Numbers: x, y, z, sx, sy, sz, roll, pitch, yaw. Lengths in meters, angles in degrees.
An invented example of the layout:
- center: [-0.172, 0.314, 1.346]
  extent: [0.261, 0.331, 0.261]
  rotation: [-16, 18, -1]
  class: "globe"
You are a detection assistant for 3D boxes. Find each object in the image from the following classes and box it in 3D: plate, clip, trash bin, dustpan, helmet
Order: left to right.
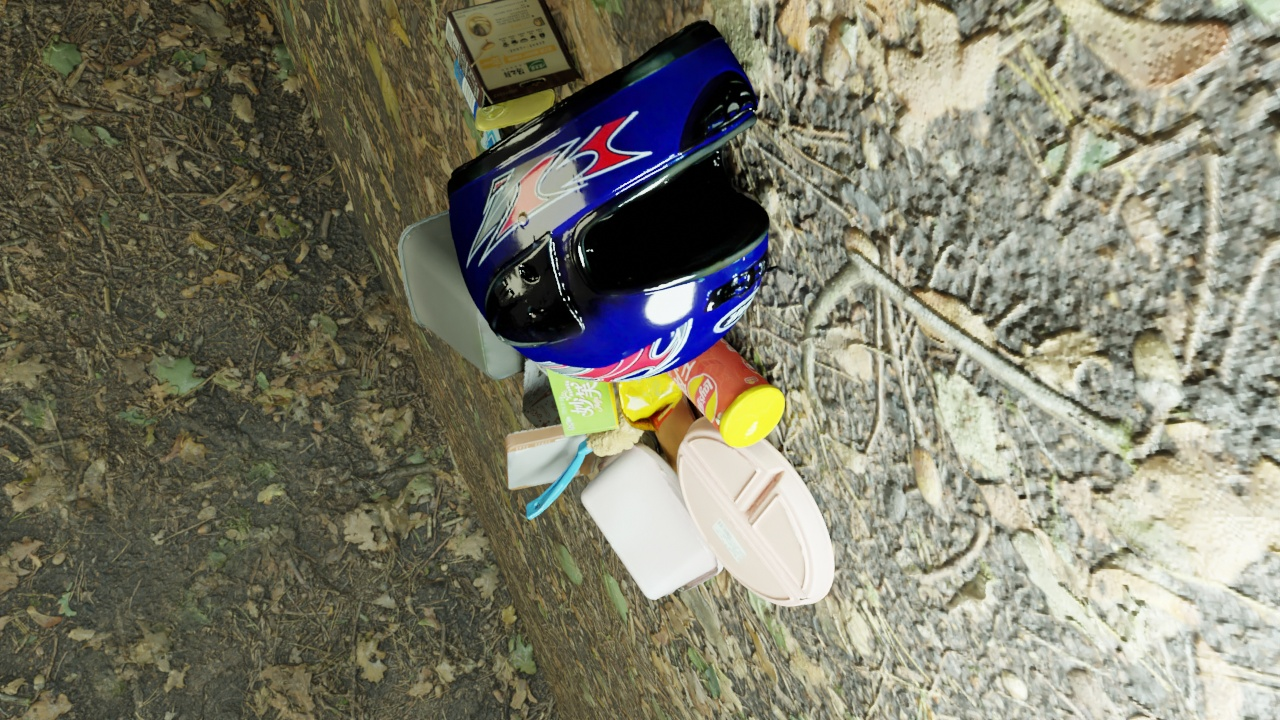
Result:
- center: [-0.220, -0.100, 1.375]
  extent: [0.220, 0.198, 0.199]
  rotation: [41, 145, 39]
  class: "trash bin"
- center: [-0.008, -0.107, 0.779]
  extent: [0.316, 0.246, 0.240]
  rotation: [-18, 108, 46]
  class: "helmet"
- center: [0.015, 0.134, 1.243]
  extent: [0.100, 0.034, 0.071]
  rotation: [30, 138, 46]
  class: "clip"
- center: [0.034, 0.207, 1.236]
  extent: [0.222, 0.139, 0.273]
  rotation: [54, -172, 5]
  class: "dustpan"
- center: [0.113, 0.166, 0.984]
  extent: [0.229, 0.028, 0.230]
  rotation: [41, 146, 34]
  class: "plate"

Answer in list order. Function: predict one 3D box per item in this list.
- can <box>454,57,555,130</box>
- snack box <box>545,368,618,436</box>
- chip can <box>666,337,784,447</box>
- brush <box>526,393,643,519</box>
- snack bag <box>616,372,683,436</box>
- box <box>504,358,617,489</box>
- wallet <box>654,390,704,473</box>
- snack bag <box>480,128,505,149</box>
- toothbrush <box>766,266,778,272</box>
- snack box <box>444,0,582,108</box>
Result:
- center: [-0.167, -0.337, 1.119]
  extent: [0.083, 0.102, 0.057]
  rotation: [65, 160, 15]
  class: "can"
- center: [-0.080, -0.037, 1.112]
  extent: [0.158, 0.070, 0.209]
  rotation: [81, 180, -48]
  class: "snack box"
- center: [0.057, -0.003, 0.940]
  extent: [0.216, 0.073, 0.073]
  rotation: [49, 152, 43]
  class: "chip can"
- center: [-0.078, 0.132, 1.206]
  extent: [0.255, 0.046, 0.083]
  rotation: [-47, 35, 31]
  class: "brush"
- center: [-0.006, 0.006, 1.093]
  extent: [0.207, 0.073, 0.129]
  rotation: [-120, 14, -69]
  class: "snack bag"
- center: [-0.130, 0.098, 1.309]
  extent: [0.155, 0.187, 0.183]
  rotation: [44, 152, 17]
  class: "box"
- center: [0.053, 0.087, 1.096]
  extent: [0.108, 0.031, 0.132]
  rotation: [67, 160, 7]
  class: "wallet"
- center: [-0.192, -0.282, 1.328]
  extent: [0.191, 0.038, 0.110]
  rotation: [62, 170, 17]
  class: "snack bag"
- center: [0.083, -0.078, 0.881]
  extent: [0.017, 0.014, 0.189]
  rotation: [64, 160, -11]
  class: "toothbrush"
- center: [-0.144, -0.344, 1.033]
  extent: [0.125, 0.113, 0.053]
  rotation: [66, 161, 7]
  class: "snack box"
